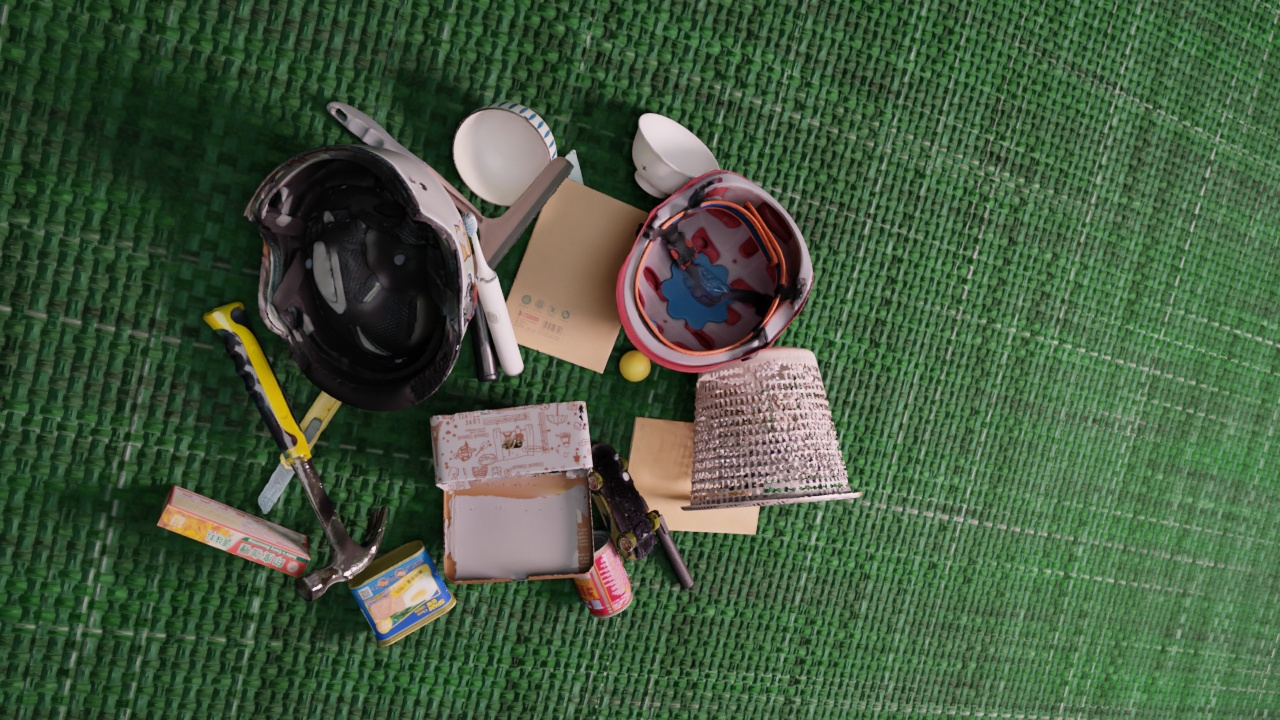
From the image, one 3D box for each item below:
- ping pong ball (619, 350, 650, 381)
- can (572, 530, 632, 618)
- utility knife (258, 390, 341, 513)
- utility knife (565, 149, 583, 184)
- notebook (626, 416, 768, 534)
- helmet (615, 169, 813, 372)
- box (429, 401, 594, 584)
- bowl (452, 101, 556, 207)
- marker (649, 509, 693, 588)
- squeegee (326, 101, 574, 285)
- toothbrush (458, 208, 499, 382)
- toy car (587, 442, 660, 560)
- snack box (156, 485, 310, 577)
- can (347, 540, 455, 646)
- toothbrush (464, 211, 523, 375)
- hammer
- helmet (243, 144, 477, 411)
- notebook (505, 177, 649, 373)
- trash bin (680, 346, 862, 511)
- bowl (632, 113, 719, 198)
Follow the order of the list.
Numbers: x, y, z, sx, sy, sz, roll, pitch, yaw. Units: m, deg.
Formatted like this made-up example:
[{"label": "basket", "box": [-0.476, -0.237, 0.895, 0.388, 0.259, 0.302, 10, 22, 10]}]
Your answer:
[{"label": "ping pong ball", "box": [-0.007, 0.007, 1.169, 0.040, 0.040, 0.040, -4, 100, -22]}, {"label": "can", "box": [-0.053, 0.275, 1.180, 0.066, 0.066, 0.094, -27, 108, -17]}, {"label": "utility knife", "box": [-0.375, 0.082, 1.044, 0.031, 0.021, 0.206, 34, 90, -18]}, {"label": "utility knife", "box": [-0.060, -0.157, 1.131, 0.034, 0.018, 0.204, -18, 106, -12]}, {"label": "notebook", "box": [0.076, 0.159, 1.246, 0.211, 0.012, 0.149, 8, 94, -24]}, {"label": "helmet", "box": [0.078, -0.091, 1.103, 0.240, 0.144, 0.207, -42, 89, -5]}, {"label": "box", "box": [-0.145, 0.160, 1.051, 0.183, 0.157, 0.193, -5, 77, -6]}, {"label": "bowl", "box": [-0.148, -0.241, 1.043, 0.116, 0.066, 0.117, 7, 125, 10]}, {"label": "marker", "box": [0.042, 0.254, 1.231, 0.020, 0.022, 0.132, -51, 127, -42]}, {"label": "squeegee", "box": [-0.241, -0.206, 1.026, 0.249, 0.040, 0.248, 39, 112, -11]}, {"label": "toothbrush", "box": [-0.194, -0.080, 1.084, 0.027, 0.026, 0.213, -8, 102, -11]}, {"label": "toy car", "box": [-0.028, 0.179, 1.169, 0.070, 0.042, 0.158, -27, 91, -53]}, {"label": "snack box", "box": [-0.439, 0.185, 0.997, 0.155, 0.077, 0.027, 29, 86, -24]}, {"label": "can", "box": [-0.284, 0.273, 1.089, 0.102, 0.057, 0.083, -28, 106, -17]}, {"label": "toothbrush", "box": [-0.169, -0.073, 1.046, 0.027, 0.026, 0.221, -5, 130, 6]}, {"label": "hammer", "box": [-0.378, 0.088, 0.997, 0.125, 0.032, 0.323, -30, 98, -50]}, {"label": "helmet", "box": [-0.273, -0.101, 0.969, 0.230, 0.156, 0.274, -3, 116, 14]}, {"label": "notebook", "box": [-0.075, -0.103, 1.123, 0.147, 0.008, 0.208, 20, 95, -19]}, {"label": "trash bin", "box": [0.156, 0.088, 1.165, 0.227, 0.228, 0.192, -1, 81, -23]}, {"label": "bowl", "box": [0.031, -0.238, 1.124, 0.118, 0.118, 0.065, 22, 128, -24]}]
